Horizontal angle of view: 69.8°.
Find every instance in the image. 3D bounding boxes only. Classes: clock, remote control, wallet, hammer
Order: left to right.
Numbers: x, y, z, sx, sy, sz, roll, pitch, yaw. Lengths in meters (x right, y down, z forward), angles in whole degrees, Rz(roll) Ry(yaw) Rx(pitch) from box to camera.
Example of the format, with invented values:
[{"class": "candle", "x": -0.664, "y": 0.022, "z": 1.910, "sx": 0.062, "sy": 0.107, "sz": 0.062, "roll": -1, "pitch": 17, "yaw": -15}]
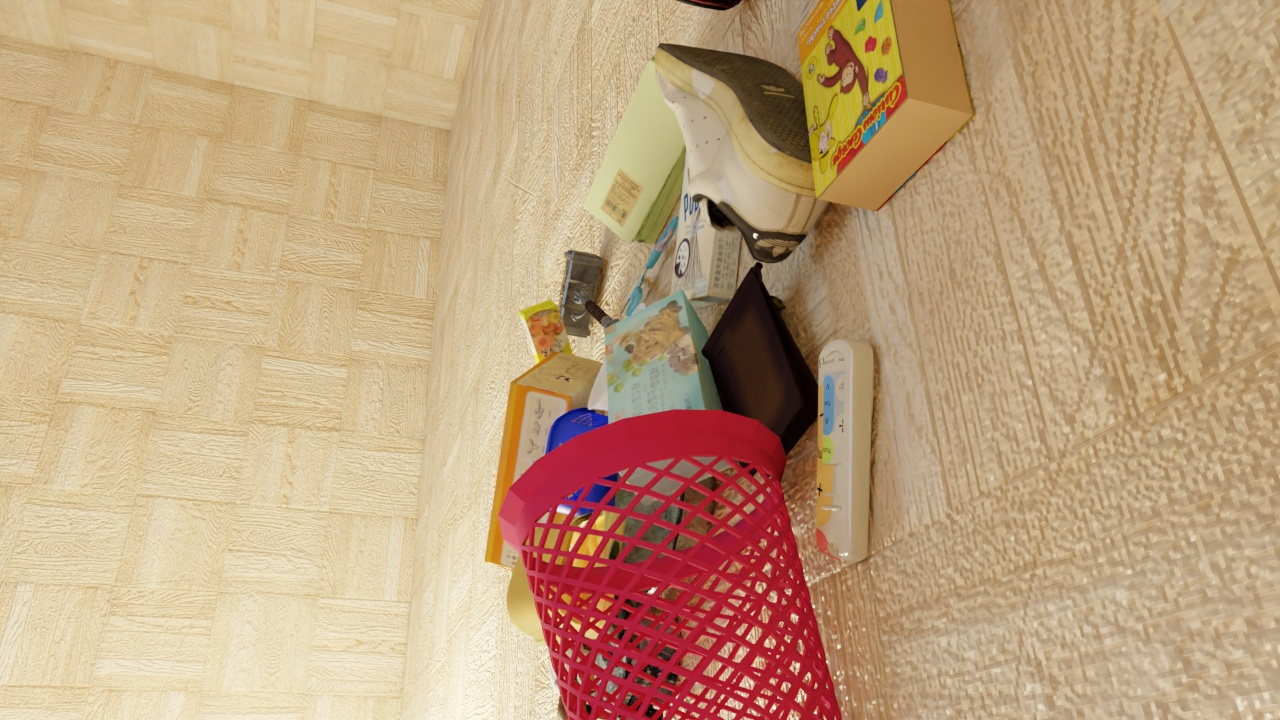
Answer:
[{"class": "hammer", "x": -0.051, "y": -0.055, "z": 0.974, "sx": 0.322, "sy": 0.044, "sz": 0.098, "roll": -135, "pitch": 55, "yaw": -74}, {"class": "clock", "x": -0.007, "y": 0.250, "z": 0.747, "sx": 0.090, "sy": 0.052, "sz": 0.129, "roll": -165, "pitch": 84, "yaw": -72}, {"class": "wallet", "x": 0.075, "y": 0.008, "z": 0.605, "sx": 0.092, "sy": 0.018, "sz": 0.115, "roll": 117, "pitch": 144, "yaw": -45}, {"class": "remote control", "x": 0.116, "y": 0.050, "z": 0.519, "sx": 0.038, "sy": 0.018, "sz": 0.125, "roll": 161, "pitch": 114, "yaw": -70}]

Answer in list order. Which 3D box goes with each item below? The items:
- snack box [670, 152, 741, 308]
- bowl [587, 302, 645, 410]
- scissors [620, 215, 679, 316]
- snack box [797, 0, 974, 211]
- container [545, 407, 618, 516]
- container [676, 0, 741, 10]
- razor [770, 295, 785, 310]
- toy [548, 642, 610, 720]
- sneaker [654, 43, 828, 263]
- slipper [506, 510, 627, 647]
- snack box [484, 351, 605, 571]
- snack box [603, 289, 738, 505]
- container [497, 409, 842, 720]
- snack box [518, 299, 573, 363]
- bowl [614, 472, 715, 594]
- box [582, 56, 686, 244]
[{"class": "snack box", "x": 0.057, "y": -0.121, "z": 0.754, "sx": 0.082, "sy": 0.026, "sz": 0.150, "roll": 173, "pitch": 104, "yaw": -71}, {"class": "bowl", "x": -0.005, "y": 0.005, "z": 0.846, "sx": 0.110, "sy": 0.040, "sz": 0.109, "roll": -60, "pitch": 10, "yaw": 17}, {"class": "scissors", "x": 0.002, "y": -0.073, "z": 0.881, "sx": 0.137, "sy": 0.015, "sz": 0.125, "roll": 117, "pitch": 176, "yaw": -48}, {"class": "snack box", "x": 0.133, "y": -0.164, "z": 0.519, "sx": 0.088, "sy": 0.040, "sz": 0.125, "roll": 130, "pitch": 144, "yaw": -58}, {"class": "container", "x": -0.041, "y": 0.096, "z": 0.844, "sx": 0.114, "sy": 0.058, "sz": 0.096, "roll": -6, "pitch": -74, "yaw": -72}, {"class": "container", "x": 0.043, "y": -0.369, "z": 0.742, "sx": 0.201, "sy": 0.127, "sz": 0.148, "roll": 19, "pitch": 100, "yaw": 62}, {"class": "razor", "x": 0.081, "y": 0.010, "z": 0.638, "sx": 0.042, "sy": 0.026, "sz": 0.106, "roll": 166, "pitch": 107, "yaw": -68}, {"class": "toy", "x": -0.052, "y": 0.300, "z": 0.857, "sx": 0.112, "sy": 0.067, "sz": 0.087, "roll": -94, "pitch": 20, "yaw": -58}, {"class": "sneaker", "x": 0.068, "y": -0.151, "z": 0.655, "sx": 0.241, "sy": 0.088, "sz": 0.102, "roll": -116, "pitch": 32, "yaw": -50}, {"class": "slipper", "x": -0.070, "y": 0.186, "z": 0.779, "sx": 0.264, "sy": 0.078, "sz": 0.099, "roll": 121, "pitch": 167, "yaw": -62}, {"class": "snack box", "x": -0.088, "y": 0.104, "z": 0.952, "sx": 0.145, "sy": 0.081, "sz": 0.195, "roll": -47, "pitch": -32, "yaw": -73}, {"class": "snack box", "x": 0.018, "y": 0.022, "z": 0.683, "sx": 0.075, "sy": 0.053, "sz": 0.174, "roll": -27, "pitch": 31, "yaw": 14}, {"class": "container", "x": 0.029, "y": 0.172, "z": 0.511, "sx": 0.184, "sy": 0.183, "sz": 0.225, "roll": 116, "pitch": 147, "yaw": -44}, {"class": "snack box", "x": -0.093, "y": 0.008, "z": 1.025, "sx": 0.029, "sy": 0.040, "sz": 0.148, "roll": -142, "pitch": 33, "yaw": -67}, {"class": "bowl", "x": 0.021, "y": 0.112, "z": 0.742, "sx": 0.157, "sy": 0.038, "sz": 0.157, "roll": -173, "pitch": 91, "yaw": -72}, {"class": "box", "x": 0.020, "y": -0.191, "z": 0.862, "sx": 0.077, "sy": 0.089, "sz": 0.188, "roll": 64, "pitch": 145, "yaw": 26}]
